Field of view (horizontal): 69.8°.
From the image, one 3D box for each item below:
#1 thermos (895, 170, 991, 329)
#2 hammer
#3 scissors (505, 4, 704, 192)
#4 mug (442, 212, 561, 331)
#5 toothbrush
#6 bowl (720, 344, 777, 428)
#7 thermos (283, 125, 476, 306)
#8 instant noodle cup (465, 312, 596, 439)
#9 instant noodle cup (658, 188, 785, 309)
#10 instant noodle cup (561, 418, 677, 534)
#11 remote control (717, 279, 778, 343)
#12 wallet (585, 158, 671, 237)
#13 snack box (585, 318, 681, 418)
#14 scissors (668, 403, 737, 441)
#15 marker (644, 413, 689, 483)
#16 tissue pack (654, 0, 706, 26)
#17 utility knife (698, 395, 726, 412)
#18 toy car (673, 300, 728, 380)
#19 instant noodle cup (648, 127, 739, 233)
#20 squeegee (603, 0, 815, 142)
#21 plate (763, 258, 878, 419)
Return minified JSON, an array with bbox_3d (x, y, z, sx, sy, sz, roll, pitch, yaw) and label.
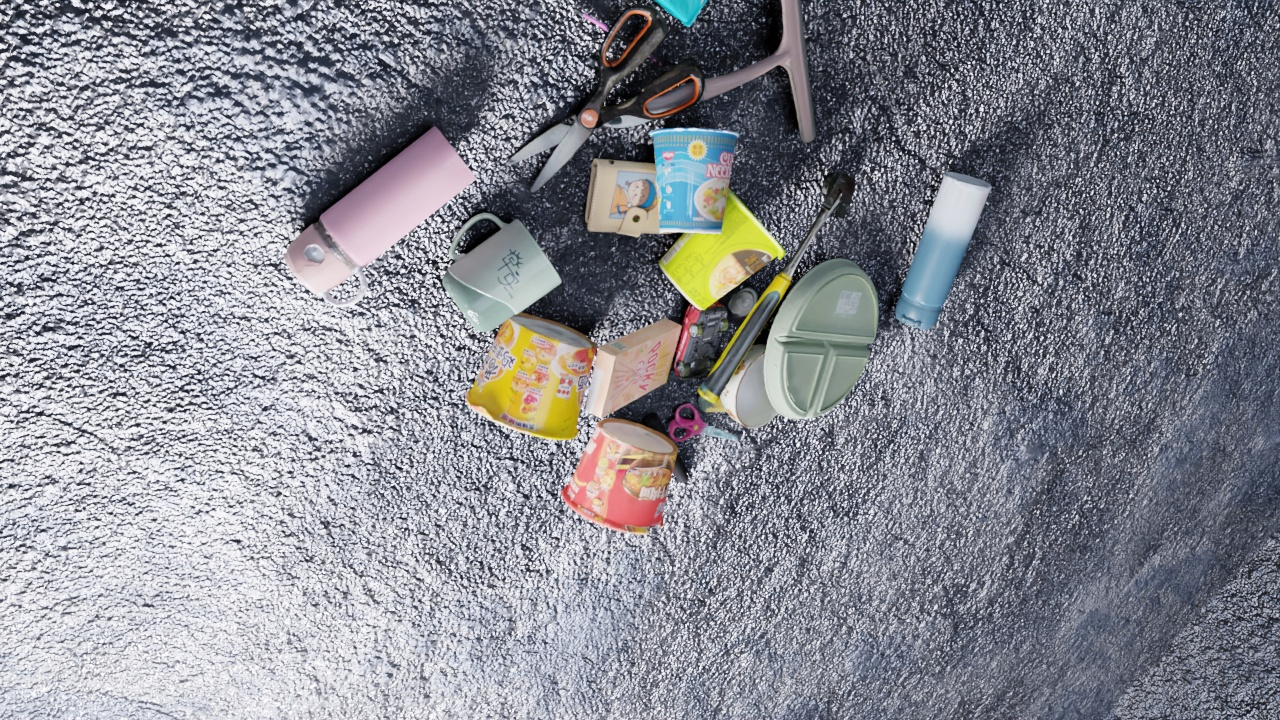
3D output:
[{"bbox_3d":[0.415,-0.148,1.273,0.070,0.070,0.221,-1,119,-28],"label":"thermos"},{"bbox_3d":[0.166,-0.088,1.133,0.032,0.126,0.323,31,101,-2],"label":"hammer"},{"bbox_3d":[-0.031,-0.258,0.964,0.189,0.021,0.230,18,110,-14],"label":"scissors"},{"bbox_3d":[-0.160,-0.100,0.990,0.106,0.082,0.112,-35,99,-4],"label":"mug"},{"bbox_3d":[0.004,-0.326,0.975,0.189,0.014,0.018,19,109,-34],"label":"toothbrush"},{"bbox_3d":[0.145,0.027,1.227,0.113,0.062,0.114,-22,125,-35],"label":"bowl"},{"bbox_3d":[-0.253,-0.138,0.911,0.198,0.067,0.087,-40,93,-3],"label":"thermos"},{"bbox_3d":[-0.118,0.014,1.046,0.138,0.138,0.110,14,103,-34],"label":"instant noodle cup"},{"bbox_3d":[0.091,-0.127,1.091,0.123,0.111,0.111,-42,129,11],"label":"instant noodle cup"},{"bbox_3d":[-0.022,0.143,1.180,0.137,0.138,0.109,11,104,-33],"label":"instant noodle cup"},{"bbox_3d":[0.138,-0.069,1.196,0.053,0.024,0.136,-47,128,7],"label":"remote control"},{"bbox_3d":[-0.007,-0.184,1.051,0.115,0.024,0.087,-2,114,-28],"label":"wallet"},{"bbox_3d":[-0.007,0.007,1.115,0.156,0.026,0.085,-25,136,-54],"label":"snack box"},{"bbox_3d":[0.092,0.097,1.279,0.133,0.017,0.056,20,93,-40],"label":"scissors"},{"bbox_3d":[0.039,0.121,1.263,0.022,0.020,0.132,-43,131,-18],"label":"marker"},{"bbox_3d":[0.030,-0.408,0.915,0.133,0.050,0.093,27,103,-37],"label":"tissue pack"},{"bbox_3d":[0.150,0.057,1.290,0.166,0.018,0.031,-4,126,-31],"label":"utility knife"},{"bbox_3d":[0.074,-0.027,1.174,0.052,0.045,0.121,-11,135,-29],"label":"toy car"},{"bbox_3d":[0.057,-0.195,1.010,0.099,0.099,0.110,-3,100,-27],"label":"instant noodle cup"},{"bbox_3d":[0.074,-0.298,0.993,0.249,0.040,0.248,-22,133,-4],"label":"squeegee"},{"bbox_3d":[0.251,-0.024,1.240,0.229,0.027,0.230,-22,124,-37],"label":"plate"}]
